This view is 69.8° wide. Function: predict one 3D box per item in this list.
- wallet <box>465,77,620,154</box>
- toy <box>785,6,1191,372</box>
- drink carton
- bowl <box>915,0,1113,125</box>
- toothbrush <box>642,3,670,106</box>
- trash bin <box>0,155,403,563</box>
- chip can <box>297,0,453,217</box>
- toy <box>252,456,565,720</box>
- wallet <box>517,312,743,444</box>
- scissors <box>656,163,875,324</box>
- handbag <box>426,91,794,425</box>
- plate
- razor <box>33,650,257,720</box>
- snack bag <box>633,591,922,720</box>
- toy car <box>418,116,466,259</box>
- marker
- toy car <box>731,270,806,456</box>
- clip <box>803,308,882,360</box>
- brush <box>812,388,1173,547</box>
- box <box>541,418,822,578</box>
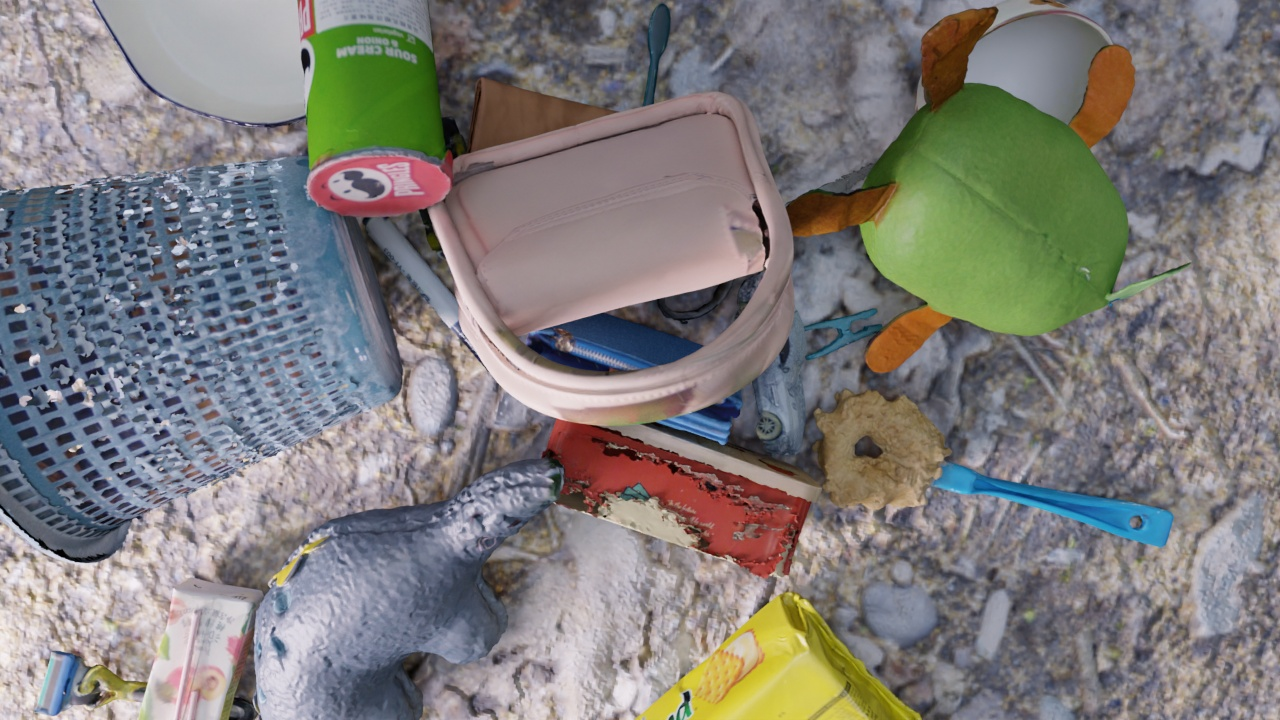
[{"bbox_3d":[-0.063,-0.111,0.584,0.101,0.020,0.115,8,99,-23],"label":"wallet"},{"bbox_3d":[0.202,-0.085,0.533,0.246,0.090,0.227,26,111,-32],"label":"toy"},{"bbox_3d":[-0.297,0.213,0.612,0.053,0.045,0.122,14,84,-8],"label":"drink carton"},{"bbox_3d":[0.220,-0.170,0.559,0.113,0.062,0.114,-4,135,-4],"label":"bowl"},{"bbox_3d":[0.000,-0.134,0.600,0.016,0.018,0.192,7,98,-10],"label":"toothbrush"},{"bbox_3d":[-0.251,-0.021,0.530,0.195,0.227,0.226,-17,95,-11],"label":"trash bin"},{"bbox_3d":[-0.147,-0.198,0.486,0.072,0.072,0.235,-9,77,2],"label":"chip can"},{"bbox_3d":[-0.171,0.172,0.584,0.138,0.091,0.357,38,110,5],"label":"toy"},{"bbox_3d":[-0.003,0.003,0.569,0.133,0.106,0.040,18,110,-1],"label":"wallet"},{"bbox_3d":[0.077,-0.093,0.599,0.145,0.014,0.172,29,100,-12],"label":"scissors"},{"bbox_3d":[-0.008,-0.048,0.473,0.193,0.234,0.093,-18,123,-3],"label":"handbag"},{"bbox_3d":[-0.240,-0.249,0.576,0.205,0.045,0.205,0,97,1],"label":"plate"},{"bbox_3d":[-0.338,0.233,0.639,0.142,0.022,0.042,12,85,-7],"label":"razor"},{"bbox_3d":[0.074,0.284,0.615,0.246,0.068,0.158,-42,94,5],"label":"snack bag"},{"bbox_3d":[-0.124,-0.110,0.594,0.042,0.035,0.090,-14,104,2],"label":"toy car"},{"bbox_3d":[-0.136,-0.047,0.608,0.130,0.018,0.023,50,138,-5],"label":"marker"},{"bbox_3d":[0.088,0.002,0.588,0.037,0.054,0.120,-6,100,23],"label":"toy car"},{"bbox_3d":[0.133,-0.019,0.610,0.056,0.014,0.041,-17,96,4],"label":"clip"},{"bbox_3d":[0.232,0.081,0.610,0.254,0.046,0.083,15,92,-5],"label":"brush"},{"bbox_3d":[0.018,0.083,0.583,0.168,0.091,0.079,19,93,-1],"label":"box"}]
